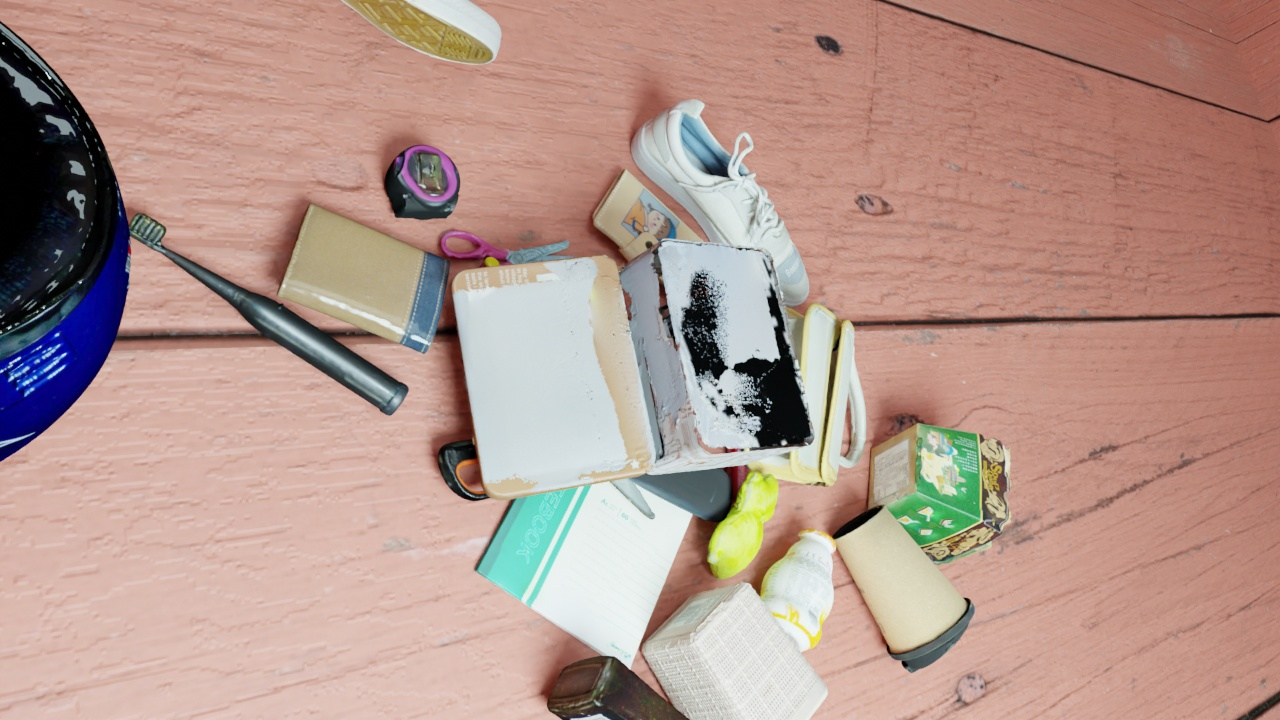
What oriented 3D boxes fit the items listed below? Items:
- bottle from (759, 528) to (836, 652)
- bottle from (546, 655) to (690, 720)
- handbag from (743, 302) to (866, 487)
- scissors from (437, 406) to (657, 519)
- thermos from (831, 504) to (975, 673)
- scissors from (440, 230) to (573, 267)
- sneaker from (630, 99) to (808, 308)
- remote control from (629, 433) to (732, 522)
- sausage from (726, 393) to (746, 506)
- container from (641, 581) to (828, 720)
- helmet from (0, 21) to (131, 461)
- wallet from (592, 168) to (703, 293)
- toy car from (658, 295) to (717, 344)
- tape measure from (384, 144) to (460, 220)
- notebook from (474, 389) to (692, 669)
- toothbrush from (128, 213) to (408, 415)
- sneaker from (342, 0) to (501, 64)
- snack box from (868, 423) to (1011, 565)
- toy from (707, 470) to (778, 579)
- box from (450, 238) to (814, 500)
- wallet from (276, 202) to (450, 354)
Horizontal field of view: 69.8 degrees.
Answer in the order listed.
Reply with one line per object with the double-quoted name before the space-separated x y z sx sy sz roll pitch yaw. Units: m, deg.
"bottle" 0.140 0.201 0.812 0.063 0.063 0.108 43 53 -15
"bottle" 0.022 0.292 0.678 0.195 0.080 0.043 44 47 -16
"handbag" 0.180 0.040 0.884 0.178 0.063 0.163 18 77 -47
"scissors" -0.067 0.045 0.739 0.233 0.022 0.221 -22 89 -39
"thermos" 0.248 0.214 0.875 0.092 0.093 0.143 -30 83 -40
"scissors" -0.111 -0.093 0.779 0.137 0.017 0.073 -26 79 -44
"sneaker" 0.101 -0.156 0.908 0.242 0.091 0.089 46 53 -13
"remote control" 0.037 0.098 0.778 0.136 0.024 0.053 31 60 -34
"sausage" 0.091 0.066 0.858 0.020 0.020 0.155 18 63 -30
"container" 0.071 0.246 0.729 0.090 0.090 0.111 -34 91 -40
"helmet" -0.401 -0.048 0.390 0.314 0.241 0.247 4 69 -48
"wallet" 0.009 -0.117 0.870 0.115 0.024 0.087 41 48 -18
"toy car" 0.069 -0.040 0.862 0.120 0.054 0.036 -1 75 -37
"tape measure" -0.173 -0.143 0.733 0.057 0.039 0.058 -4 74 -37
"notebook" -0.028 0.122 0.754 0.150 0.012 0.208 38 54 -17
"toothbrush" -0.256 -0.030 0.636 0.212 0.026 0.027 38 99 -19
"sneaker" -0.214 -0.331 0.741 0.241 0.118 0.087 26 79 -20
"snack box" 0.296 0.127 0.937 0.105 0.118 0.118 22 57 -14
"toy" 0.091 0.145 0.800 0.096 0.031 0.100 17 91 -57
"box" -0.006 0.004 0.715 0.259 0.111 0.178 0 73 -36
"wallet" -0.202 -0.060 0.682 0.115 0.033 0.090 23 51 -27
